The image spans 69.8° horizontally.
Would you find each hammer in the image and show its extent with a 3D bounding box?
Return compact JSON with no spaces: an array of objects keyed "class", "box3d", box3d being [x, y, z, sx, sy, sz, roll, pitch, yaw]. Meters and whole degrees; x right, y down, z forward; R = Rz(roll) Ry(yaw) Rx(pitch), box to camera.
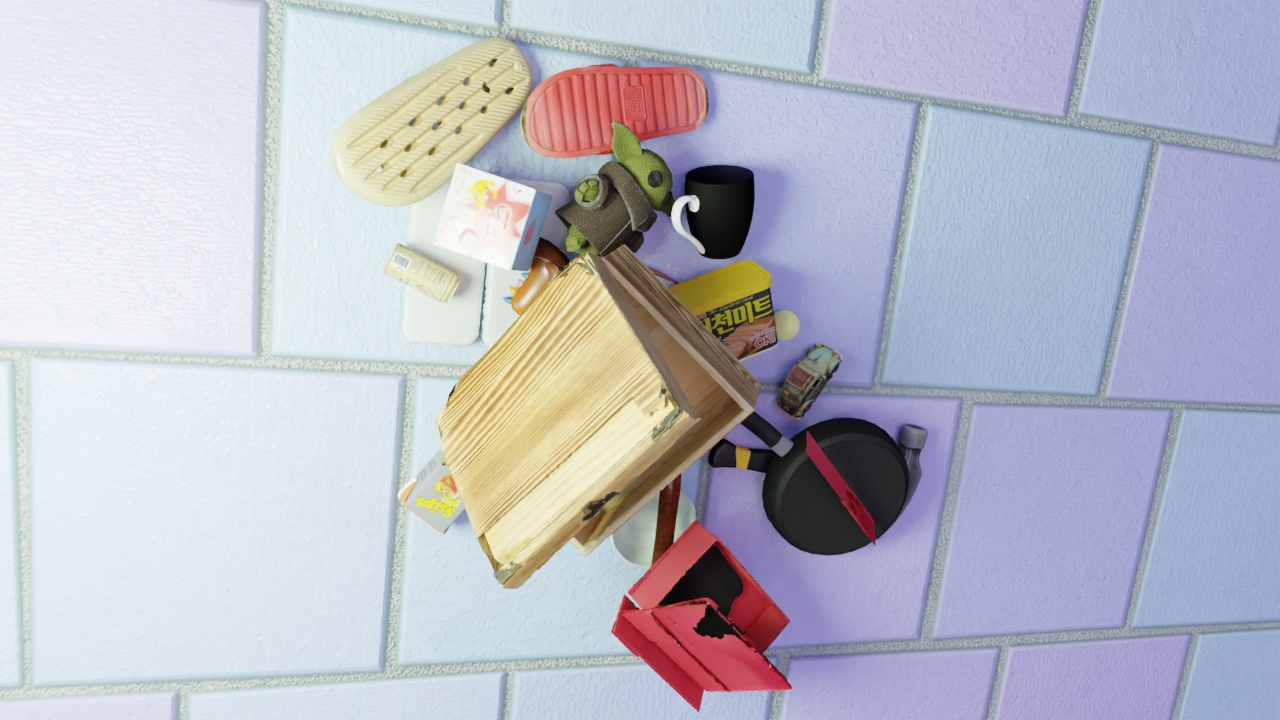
[{"class":"hammer","box3d":[0.037,0.167,1.148,0.111,0.028,0.301,0,105,-23]},{"class":"hammer","box3d":[0.246,0.155,1.281,0.324,0.034,0.170,10,101,-18]}]

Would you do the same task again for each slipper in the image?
[{"class":"slipper","box3d":[-0.228,-0.262,1.012,0.260,0.079,0.111,-44,115,-23]},{"class":"slipper","box3d":[-0.034,-0.294,1.072,0.248,0.059,0.103,-18,107,-29]}]

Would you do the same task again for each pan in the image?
[{"class":"pan","box3d":[0.213,0.134,1.222,0.355,0.044,0.204,37,102,-23]}]

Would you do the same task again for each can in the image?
[{"class":"can","box3d":[0.102,-0.052,1.155,0.130,0.072,0.101,-21,123,-12]},{"class":"can","box3d":[-0.247,-0.098,1.039,0.079,0.038,0.038,28,93,-16]}]

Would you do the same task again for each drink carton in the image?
[{"class":"drink carton","box3d":[-0.226,0.141,1.119,0.076,0.048,0.125,43,88,-21]}]

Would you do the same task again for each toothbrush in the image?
[{"class":"toothbrush","box3d":[0.021,-0.111,1.155,0.184,0.015,0.015,26,91,-22]}]

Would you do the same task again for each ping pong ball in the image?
[{"class":"ping pong ball","box3d":[0.190,-0.046,1.208,0.040,0.040,0.040,-4,104,-17]}]

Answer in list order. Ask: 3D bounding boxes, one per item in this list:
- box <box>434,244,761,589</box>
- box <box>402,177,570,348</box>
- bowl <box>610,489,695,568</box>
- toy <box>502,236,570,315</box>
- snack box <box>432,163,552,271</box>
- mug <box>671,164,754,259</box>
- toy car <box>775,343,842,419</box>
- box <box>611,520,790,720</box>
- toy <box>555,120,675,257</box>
[{"class":"box","box3d":[-0.073,0.052,0.971,0.269,0.263,0.280,46,112,-1]},{"class":"box","box3d":[-0.181,-0.115,1.082,0.189,0.038,0.209,5,101,-21]},{"class":"bowl","box3d":[0.009,0.206,1.201,0.117,0.061,0.117,-4,103,-17]},{"class":"toy","box3d":[-0.131,-0.102,1.072,0.103,0.070,0.090,40,100,-2]},{"class":"snack box","box3d":[-0.161,-0.156,1.010,0.095,0.079,0.093,20,97,6]},{"class":"mug","box3d":[0.084,-0.174,1.116,0.118,0.085,0.100,-25,125,-35]},{"class":"toy car","box3d":[0.221,0.025,1.224,0.112,0.047,0.047,-55,151,0]},{"class":"box","box3d":[0.022,0.438,1.095,0.214,0.138,0.466,52,59,-32]},{"class":"toy","box3d":[-0.026,-0.177,1.063,0.152,0.078,0.179,-45,145,-3]}]
